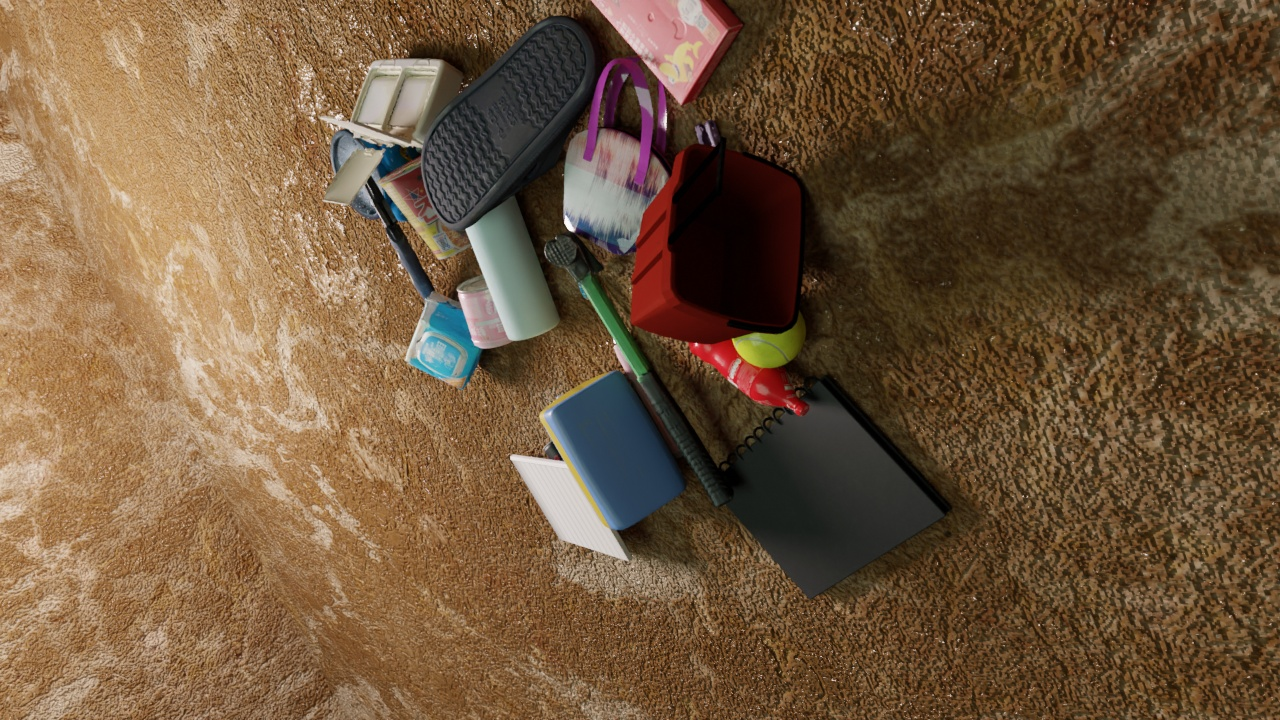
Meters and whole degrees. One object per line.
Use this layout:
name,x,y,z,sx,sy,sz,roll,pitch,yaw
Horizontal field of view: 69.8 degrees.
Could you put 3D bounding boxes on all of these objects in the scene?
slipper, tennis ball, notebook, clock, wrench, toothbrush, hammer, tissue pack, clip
slipper,-0.125,-0.239,0.928,0.269,0.083,0.110,-37,84,34
tennis ball,0.113,-0.026,0.814,0.065,0.065,0.065,28,134,33
notebook,-0.096,0.189,1.207,0.210,0.009,0.142,-4,118,61
clock,-0.326,-0.236,1.163,0.161,0.060,0.117,28,133,31
wrench,-0.297,-0.135,1.161,0.073,0.022,0.274,52,167,37
toothbrush,-0.006,0.006,1.002,0.222,0.026,0.027,60,170,-3
hammer,0.004,0.010,0.935,0.319,0.032,0.130,58,-175,-6
notebook,0.170,0.130,0.901,0.169,0.019,0.232,48,142,10
tissue pack,-0.252,-0.025,1.204,0.093,0.061,0.145,27,140,-5
clip,0.063,-0.184,0.803,0.036,0.013,0.052,-11,104,50

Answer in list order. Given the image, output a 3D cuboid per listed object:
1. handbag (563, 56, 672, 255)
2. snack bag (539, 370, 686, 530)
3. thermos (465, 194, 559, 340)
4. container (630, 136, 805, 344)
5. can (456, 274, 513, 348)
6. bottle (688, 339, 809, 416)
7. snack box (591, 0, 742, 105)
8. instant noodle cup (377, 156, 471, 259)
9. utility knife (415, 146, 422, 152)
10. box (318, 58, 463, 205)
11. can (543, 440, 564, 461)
handbag,-0.014,-0.193,0.849,0.144,0.067,0.170,31,129,32
snack bag,-0.044,0.103,1.065,0.159,0.102,0.205,60,166,-3
thermos,-0.155,-0.128,1.042,0.078,0.065,0.207,-15,107,12
container,0.071,-0.096,0.726,0.201,0.127,0.148,151,129,-63
can,-0.181,-0.061,1.117,0.067,0.067,0.076,9,121,45
bottle,0.102,0.008,0.859,0.141,0.041,0.042,40,140,34
snack box,0.018,-0.293,0.767,0.133,0.021,0.089,51,143,8
instant noodle cup,-0.236,-0.184,1.078,0.101,0.100,0.112,-4,121,49
utility knife,-0.217,-0.264,1.058,0.159,0.015,0.022,-2,82,47
box,-0.295,-0.267,1.006,0.145,0.186,0.101,13,158,40
can,-0.090,0.137,1.184,0.080,0.031,0.032,51,143,8
